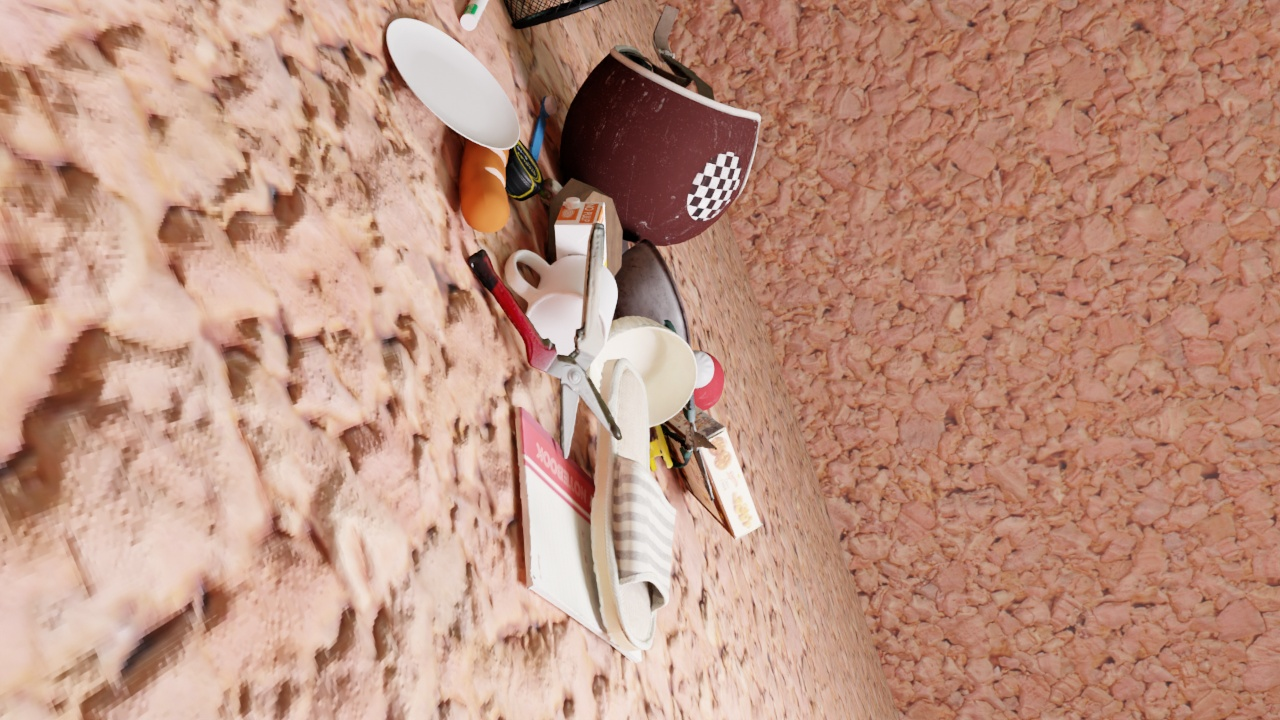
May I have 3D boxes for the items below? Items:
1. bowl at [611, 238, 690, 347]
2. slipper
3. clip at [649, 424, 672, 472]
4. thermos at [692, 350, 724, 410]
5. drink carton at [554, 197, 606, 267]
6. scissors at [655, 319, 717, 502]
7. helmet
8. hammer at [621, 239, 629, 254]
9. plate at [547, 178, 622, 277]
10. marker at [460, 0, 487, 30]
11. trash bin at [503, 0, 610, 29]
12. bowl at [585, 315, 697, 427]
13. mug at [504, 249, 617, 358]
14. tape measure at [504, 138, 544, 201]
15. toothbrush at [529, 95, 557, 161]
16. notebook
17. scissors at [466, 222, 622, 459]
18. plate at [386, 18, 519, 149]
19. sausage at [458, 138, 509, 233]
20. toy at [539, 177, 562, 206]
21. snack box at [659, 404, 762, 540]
[{"bbox_3d":[-0.002,-0.060,1.053,0.145,0.067,0.145,159,-89,-80],"label":"bowl"},{"bbox_3d":[-0.004,0.116,0.807,0.114,0.054,0.272,62,21,-52],"label":"slipper"},{"bbox_3d":[0.015,0.101,1.047,0.048,0.046,0.054,145,-71,-78],"label":"clip"},{"bbox_3d":[0.073,0.023,1.190,0.240,0.073,0.073,63,10,-82],"label":"thermos"},{"bbox_3d":[-0.056,-0.092,0.892,0.058,0.040,0.123,-82,172,-59],"label":"drink carton"},{"bbox_3d":[0.041,0.061,1.024,0.205,0.015,0.201,151,-75,-73],"label":"scissors"},{"bbox_3d":[0.020,-0.268,1.089,0.233,0.254,0.233,35,25,22],"label":"helmet"},{"bbox_3d":[0.021,-0.056,1.276,0.115,0.033,0.323,-93,160,-43],"label":"hammer"},{"bbox_3d":[-0.053,-0.127,0.969,0.131,0.025,0.131,-3,94,-62],"label":"plate"},{"bbox_3d":[-0.170,-0.378,0.965,0.145,0.017,0.017,-90,157,-53],"label":"marker"},{"bbox_3d":[-0.112,-0.510,1.055,0.183,0.184,0.210,-81,155,-63],"label":"trash bin"},{"bbox_3d":[-0.006,0.005,0.932,0.115,0.115,0.062,64,0,-30],"label":"bowl"},{"bbox_3d":[-0.075,-0.057,0.825,0.110,0.074,0.090,40,23,-14],"label":"mug"},{"bbox_3d":[-0.119,-0.181,0.867,0.062,0.034,0.061,51,19,-35],"label":"tape measure"},{"bbox_3d":[-0.112,-0.269,1.059,0.166,0.014,0.016,-89,156,-53],"label":"toothbrush"},{"bbox_3d":[-0.049,0.148,0.755,0.209,0.012,0.152,55,21,-52],"label":"notebook"},{"bbox_3d":[-0.063,-0.029,0.757,0.198,0.179,0.015,38,-15,-18],"label":"scissors"},{"bbox_3d":[-0.155,-0.225,0.758,0.134,0.011,0.134,37,31,-28],"label":"plate"},{"bbox_3d":[-0.130,-0.166,0.780,0.164,0.044,0.039,-94,-174,-46],"label":"sausage"},{"bbox_3d":[-0.069,-0.147,1.011,0.122,0.038,0.079,29,51,-53],"label":"toy"},{"bbox_3d":[0.078,0.124,1.113,0.143,0.041,0.147,67,-13,-24],"label":"snack box"}]
